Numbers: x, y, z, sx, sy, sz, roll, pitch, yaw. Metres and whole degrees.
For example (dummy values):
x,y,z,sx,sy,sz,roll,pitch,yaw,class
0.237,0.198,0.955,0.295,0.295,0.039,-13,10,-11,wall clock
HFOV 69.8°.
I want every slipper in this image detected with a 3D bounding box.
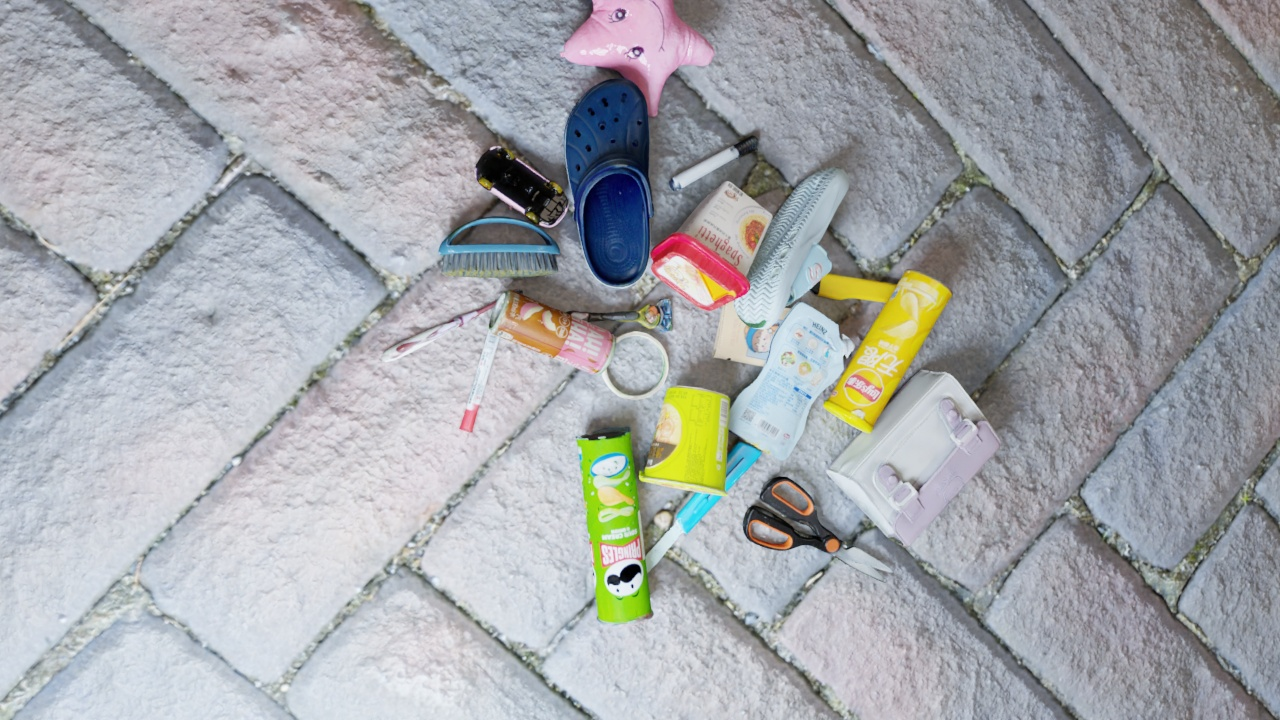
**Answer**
x,y,z,sx,sy,sz,roll,pitch,yaw,class
-0.038,-0.211,1.099,0.105,0.095,0.253,-3,98,-3,slipper
0.199,-0.138,1.159,0.074,0.104,0.245,38,72,-24,slipper

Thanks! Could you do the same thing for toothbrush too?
x,y,z,sx,sy,sz,roll,pitch,yaw,class
-0.225,-0.043,1.105,0.187,0.017,0.016,-27,101,-12,toothbrush

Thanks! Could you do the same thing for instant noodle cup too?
x,y,z,sx,sy,sz,roll,pitch,yaw,class
0.092,-0.143,1.133,0.116,0.117,0.124,35,72,-12,instant noodle cup
0.062,0.097,1.137,0.111,0.112,0.123,12,80,-13,instant noodle cup

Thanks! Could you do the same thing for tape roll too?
x,y,z,sx,sy,sz,roll,pitch,yaw,class
-0.007,0.007,1.159,0.085,0.014,0.086,0,92,-13,tape roll

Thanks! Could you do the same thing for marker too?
x,y,z,sx,sy,sz,roll,pitch,yaw,class
0.095,-0.251,1.173,0.130,0.018,0.022,-31,108,-11,marker
-0.192,0.016,1.115,0.017,0.017,0.145,17,88,-13,marker

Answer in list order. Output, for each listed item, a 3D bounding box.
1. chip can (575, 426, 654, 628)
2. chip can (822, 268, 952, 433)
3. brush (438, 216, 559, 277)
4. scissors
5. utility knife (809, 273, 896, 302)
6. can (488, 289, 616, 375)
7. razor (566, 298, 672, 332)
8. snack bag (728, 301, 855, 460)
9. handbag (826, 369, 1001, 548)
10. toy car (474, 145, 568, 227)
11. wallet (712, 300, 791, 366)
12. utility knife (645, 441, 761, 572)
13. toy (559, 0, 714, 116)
x,y,z,sx,sy,sz,roll,pitch,yaw,class
-0.032,0.203,1.130,0.072,0.072,0.236,-7,93,-13,chip can
0.322,-0.012,1.198,0.072,0.072,0.213,31,88,-12,chip can
-0.168,-0.135,1.095,0.143,0.055,0.073,-2,93,-13,brush
0.233,0.249,1.223,0.152,0.021,0.234,-37,103,-3,scissors
0.293,-0.093,1.225,0.156,0.015,0.033,8,96,-14,utility knife
-0.105,-0.033,1.104,0.147,0.058,0.058,22,86,-20,can
-0.027,-0.056,1.148,0.142,0.022,0.042,-2,90,-13,razor
0.194,0.028,1.179,0.110,0.039,0.191,30,94,-12,snack bag
0.367,0.130,1.212,0.197,0.098,0.145,-45,106,-8,handbag
-0.143,-0.209,1.110,0.122,0.037,0.056,36,81,1,toy car
0.155,-0.036,1.192,0.115,0.024,0.087,11,94,-13,wallet
0.072,0.192,1.182,0.034,0.018,0.225,44,84,-11,utility knife
-0.010,-0.393,1.115,0.178,0.074,0.195,-20,108,4,toy
